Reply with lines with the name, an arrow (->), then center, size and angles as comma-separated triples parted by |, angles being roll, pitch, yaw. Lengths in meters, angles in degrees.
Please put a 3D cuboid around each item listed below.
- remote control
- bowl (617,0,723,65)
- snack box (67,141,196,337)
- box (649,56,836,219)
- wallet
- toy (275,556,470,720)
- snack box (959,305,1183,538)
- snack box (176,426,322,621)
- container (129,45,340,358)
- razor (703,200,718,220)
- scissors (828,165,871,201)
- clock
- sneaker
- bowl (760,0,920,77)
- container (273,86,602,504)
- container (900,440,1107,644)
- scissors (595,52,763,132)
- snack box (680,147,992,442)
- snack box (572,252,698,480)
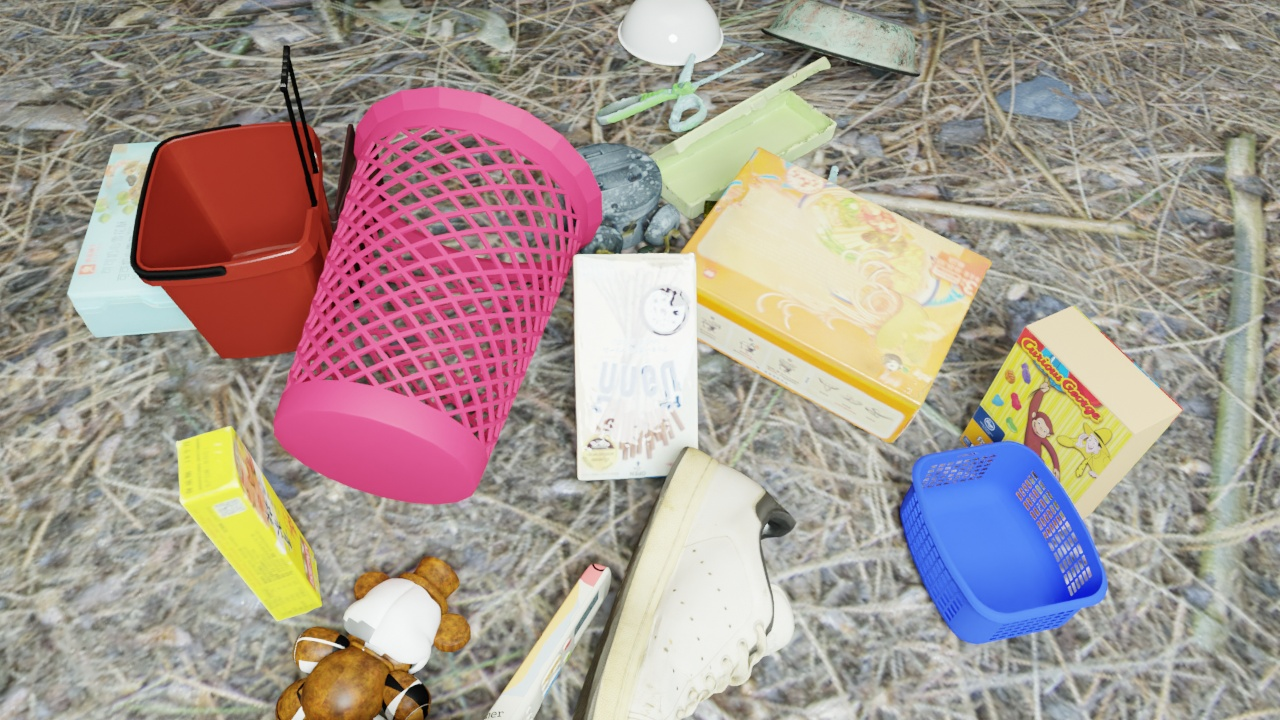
remote control -> -0.053, 0.172, 0.529 | 0.018, 0.038, 0.125 | 26, 55, 15
bowl -> 0.032, -0.353, 0.942 | 0.110, 0.041, 0.109 | 1, 52, -2
snack box -> -0.380, -0.099, 0.716 | 0.075, 0.053, 0.174 | -5, 52, -6
box -> 0.089, -0.202, 0.823 | 0.187, 0.089, 0.078 | -35, 42, -24
wallet -> -0.219, -0.117, 0.714 | 0.018, 0.092, 0.115 | 0, 51, -4
toy -> -0.146, 0.165, 0.520 | 0.087, 0.067, 0.112 | 24, 45, 15
snack box -> 0.270, 0.042, 0.591 | 0.040, 0.126, 0.088 | -21, 56, -18
snack box -> -0.215, 0.095, 0.512 | 0.029, 0.148, 0.040 | -17, 54, -12
container -> -0.276, -0.110, 0.632 | 0.127, 0.201, 0.148 | -9, 53, -6
razor -> 0.074, -0.088, 0.751 | 0.042, 0.026, 0.105 | 3, 56, -3
scissors -> 0.151, -0.117, 0.773 | 0.136, 0.015, 0.125 | -12, 66, -22
clock -> -0.020, -0.126, 0.755 | 0.090, 0.052, 0.129 | -19, 55, -17
sneaker -> 0.031, 0.162, 0.521 | 0.102, 0.089, 0.240 | 22, 50, 2
bowl -> 0.196, -0.312, 0.874 | 0.157, 0.039, 0.157 | 13, 24, -6
container -> -0.139, -0.033, 0.613 | 0.183, 0.183, 0.225 | 10, 60, 5
container -> 0.220, 0.116, 0.575 | 0.096, 0.058, 0.114 | -9, 53, -10
scissors -> 0.042, -0.249, 0.853 | 0.171, 0.023, 0.168 | -25, 31, -4
snack box -> 0.133, -0.049, 0.679 | 0.195, 0.081, 0.144 | 29, 61, 11
snack box -> -0.004, 0.004, 0.614 | 0.082, 0.026, 0.150 | -1, 95, -6
